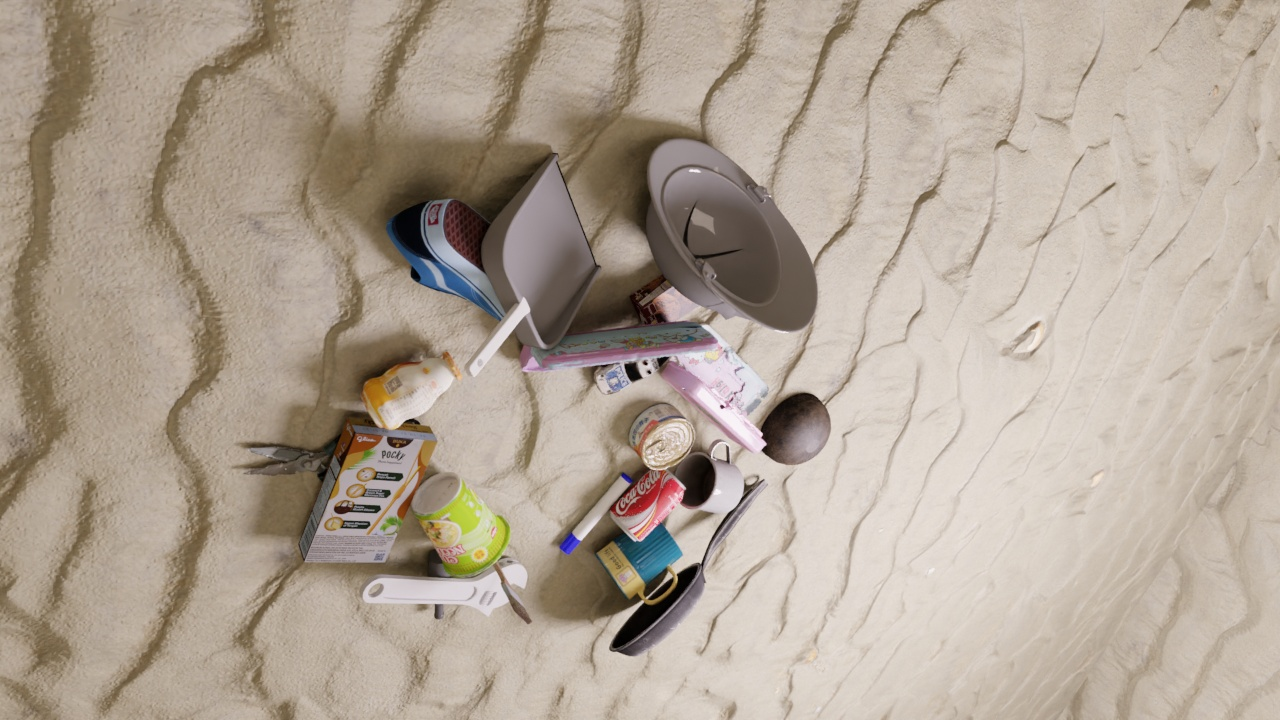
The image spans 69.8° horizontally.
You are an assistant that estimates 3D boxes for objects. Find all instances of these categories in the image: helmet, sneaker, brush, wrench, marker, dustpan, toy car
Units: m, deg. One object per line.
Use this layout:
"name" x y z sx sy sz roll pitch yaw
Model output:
"helmet" 0.081 -0.127 1.090 0.271 0.118 0.182 45 51 -14
"sneaker" -0.185 -0.098 1.001 0.241 0.098 0.083 44 49 -55
"brush" -0.182 0.280 1.196 0.008 0.143 0.045 -34 141 -7
"wrench" -0.251 0.295 1.208 0.273 0.018 0.087 23 98 -53
"marker" -0.064 0.220 1.315 0.141 0.020 0.020 -50 133 6
"dustpan" -0.120 -0.079 0.975 0.256 0.033 0.163 -56 142 -34
"toy car" -0.007 0.007 1.191 0.112 0.040 0.048 -31 131 -10

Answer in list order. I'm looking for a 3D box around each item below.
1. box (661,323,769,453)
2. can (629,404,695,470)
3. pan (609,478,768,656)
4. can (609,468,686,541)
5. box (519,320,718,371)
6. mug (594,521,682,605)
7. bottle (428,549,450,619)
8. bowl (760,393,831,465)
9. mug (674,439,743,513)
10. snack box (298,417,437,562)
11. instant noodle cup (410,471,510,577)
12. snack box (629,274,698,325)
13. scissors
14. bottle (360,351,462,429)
"box" 0.122 0.037 1.272 0.102 0.087 0.201 -54 133 -6
"can" 0.030 0.107 1.280 0.086 0.043 0.086 -16 127 -23
"pan" 0.086 0.322 1.417 0.356 0.055 0.187 -42 179 -15
"can" 0.011 0.204 1.317 0.104 0.064 0.064 -45 133 -5
"box" -0.028 -0.016 1.086 0.214 0.150 0.049 -7 94 -18
"mug" 0.008 0.300 1.354 0.107 0.113 0.083 -35 158 -11
"bottle" -0.271 0.305 1.234 0.030 0.030 0.113 -10 125 -27
"bowl" 0.249 0.117 1.417 0.121 0.056 0.121 -16 128 -23
"mug" 0.107 0.169 1.347 0.070 0.084 0.113 19 104 -42
"snack box" -0.322 0.157 1.081 0.101 0.031 0.186 10 116 -39
"instant noodle cup" -0.231 0.201 1.152 0.099 0.099 0.108 -34 125 -9
"snack box" 0.059 -0.095 1.168 0.140 0.032 0.051 -34 132 -8
"scissors" -0.346 0.102 1.057 0.209 0.015 0.147 22 110 -42
"bottle" -0.256 0.031 1.033 0.108 0.063 0.063 -30 132 -12
